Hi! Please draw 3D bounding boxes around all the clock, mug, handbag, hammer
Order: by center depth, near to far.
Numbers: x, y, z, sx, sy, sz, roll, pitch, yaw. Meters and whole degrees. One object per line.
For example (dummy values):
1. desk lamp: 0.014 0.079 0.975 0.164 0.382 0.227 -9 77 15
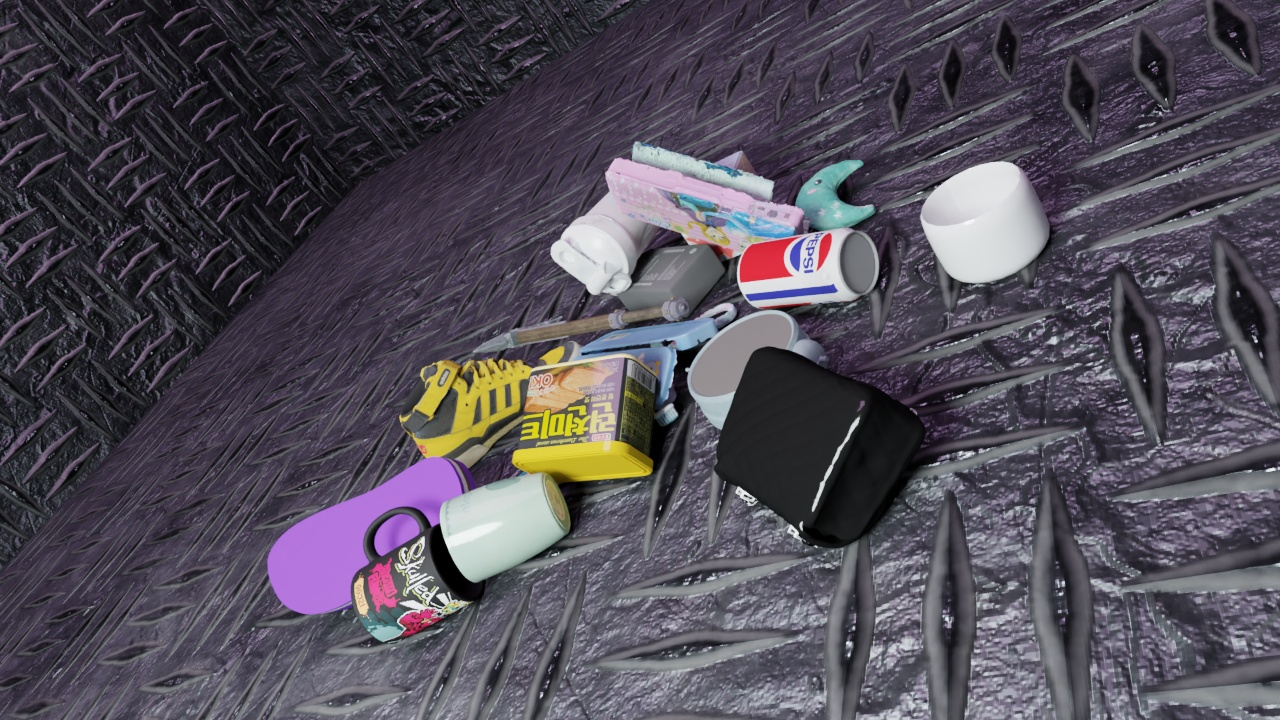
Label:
1. handbag: 0.139 0.072 0.704 0.125 0.114 0.154 -63 31 2
2. mug: 0.296 -0.122 0.804 0.094 0.068 0.115 -36 26 5
3. clock: 0.109 0.011 0.855 0.122 0.045 0.159 -43 25 -9
4. mug: -0.125 0.152 0.894 0.104 0.084 0.111 -24 8 6
5. mug: -0.224 0.201 0.896 0.098 0.118 0.081 -31 -11 15
6. hammer: -0.064 -0.042 1.094 0.146 0.028 0.318 -20 8 -42

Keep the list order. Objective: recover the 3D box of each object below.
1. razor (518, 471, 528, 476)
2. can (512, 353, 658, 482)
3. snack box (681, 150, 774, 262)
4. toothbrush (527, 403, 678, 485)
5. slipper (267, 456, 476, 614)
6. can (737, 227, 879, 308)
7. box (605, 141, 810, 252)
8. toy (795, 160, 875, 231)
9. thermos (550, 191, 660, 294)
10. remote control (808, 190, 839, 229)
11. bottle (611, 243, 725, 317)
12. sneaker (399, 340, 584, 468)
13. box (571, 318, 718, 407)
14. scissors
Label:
1. razor: -0.124 0.126 0.996 0.144 0.022 0.042 -38 62 10
2. can: -0.051 0.057 0.896 0.131 0.072 0.100 -9 62 30
3. snack box: 0.101 -0.182 1.115 0.093 0.095 0.079 -19 33 33
4. toothbrush: -0.058 0.100 0.944 0.223 0.026 0.027 -29 7 17
5. slipper: -0.275 0.195 1.002 0.267 0.084 0.107 -31 68 17
6. can: 0.165 -0.091 0.917 0.132 0.070 0.070 -2 44 50
7. box: 0.079 -0.179 1.027 0.230 0.085 0.070 21 70 21
8. toy: 0.214 -0.183 1.028 0.085 0.033 0.105 -17 46 20
9. thermos: -0.018 -0.172 1.148 0.100 0.099 0.219 -12 31 42
10. remote control: 0.172 -0.149 1.062 0.146 0.015 0.033 -43 27 -9
11. bottle: 0.017 -0.098 1.141 0.083 0.046 0.174 -50 29 -22
12. sneaker: -0.185 0.028 1.112 0.238 0.122 0.086 -40 28 -2
13. box: -0.012 -0.001 1.005 0.124 0.043 0.210 -51 23 -25
14. scissors: 0.037 -0.007 1.012 0.177 0.013 0.170 -36 23 9
